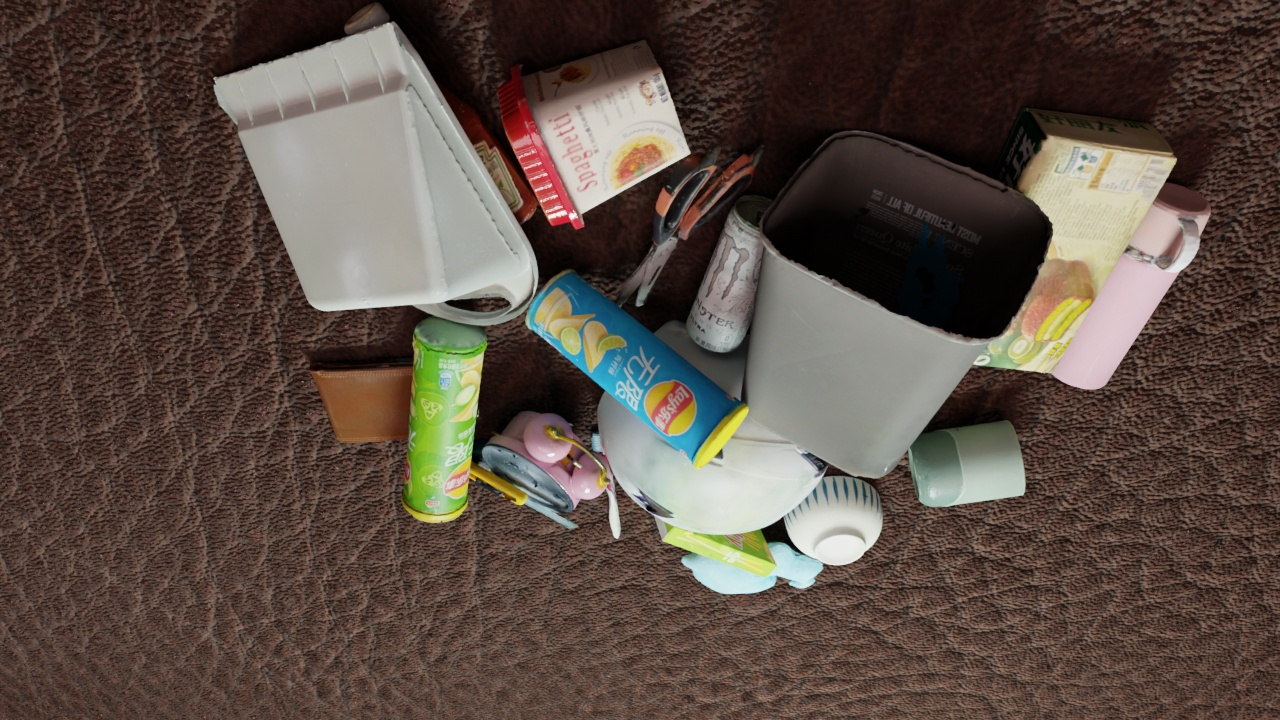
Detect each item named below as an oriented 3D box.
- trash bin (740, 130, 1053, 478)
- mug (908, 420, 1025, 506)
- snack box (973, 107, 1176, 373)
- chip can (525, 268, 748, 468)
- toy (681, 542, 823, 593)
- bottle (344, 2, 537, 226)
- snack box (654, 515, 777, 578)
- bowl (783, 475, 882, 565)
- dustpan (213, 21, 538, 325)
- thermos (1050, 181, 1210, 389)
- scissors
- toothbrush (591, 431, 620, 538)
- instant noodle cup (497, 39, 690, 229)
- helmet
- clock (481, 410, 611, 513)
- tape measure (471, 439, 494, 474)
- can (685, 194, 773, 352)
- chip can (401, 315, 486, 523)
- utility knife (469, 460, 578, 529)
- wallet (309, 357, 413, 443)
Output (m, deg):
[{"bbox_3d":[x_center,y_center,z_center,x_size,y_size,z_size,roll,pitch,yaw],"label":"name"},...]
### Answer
[{"bbox_3d":[0.196,-0.038,0.778,0.199,0.198,0.220,28,143,16],"label":"trash bin"},{"bbox_3d":[0.352,0.116,1.003,0.106,0.082,0.112,-11,162,11],"label":"mug"},{"bbox_3d":[0.353,-0.098,0.813,0.114,0.063,0.241,6,132,-3],"label":"snack box"},{"bbox_3d":[-0.005,0.005,0.833,0.210,0.071,0.071,39,131,14],"label":"chip can"},{"bbox_3d":[0.136,0.262,1.151,0.161,0.049,0.157,25,137,-21],"label":"toy"},{"bbox_3d":[-0.160,-0.192,0.746,0.060,0.059,0.206,-22,128,20],"label":"bottle"},{"bbox_3d":[0.082,0.192,1.056,0.156,0.085,0.026,26,115,-29],"label":"snack box"},{"bbox_3d":[0.229,0.197,1.081,0.116,0.066,0.117,1,132,1],"label":"bowl"},{"bbox_3d":[-0.203,-0.135,0.786,0.223,0.142,0.258,-1,108,33],"label":"dustpan"},{"bbox_3d":[0.440,-0.059,0.830,0.067,0.087,0.199,9,133,-3],"label":"thermos"},{"bbox_3d":[0.035,-0.114,0.812,0.213,0.015,0.197,-37,163,4],"label":"scissors"},{"bbox_3d":[-0.040,0.149,1.081,0.017,0.016,0.188,3,132,10],"label":"toothbrush"},{"bbox_3d":[-0.035,-0.185,0.724,0.124,0.116,0.116,-22,129,4],"label":"instant noodle cup"},{"bbox_3d":[0.084,0.093,0.938,0.258,0.145,0.230,22,129,-17],"label":"helmet"},{"bbox_3d":[-0.095,0.105,0.973,0.117,0.059,0.159,47,151,-22],"label":"clock"},{"bbox_3d":[-0.177,0.117,1.050,0.054,0.025,0.058,21,129,-17],"label":"tape measure"},{"bbox_3d":[0.089,-0.077,0.843,0.058,0.058,0.147,12,133,-9],"label":"can"},{"bbox_3d":[-0.203,0.060,0.941,0.072,0.072,0.222,9,119,-6],"label":"chip can"},{"bbox_3d":[-0.162,0.135,1.010,0.218,0.015,0.033,26,151,15],"label":"utility knife"},{"bbox_3d":[-0.280,0.041,0.983,0.124,0.032,0.101,-4,129,4],"label":"wallet"}]
